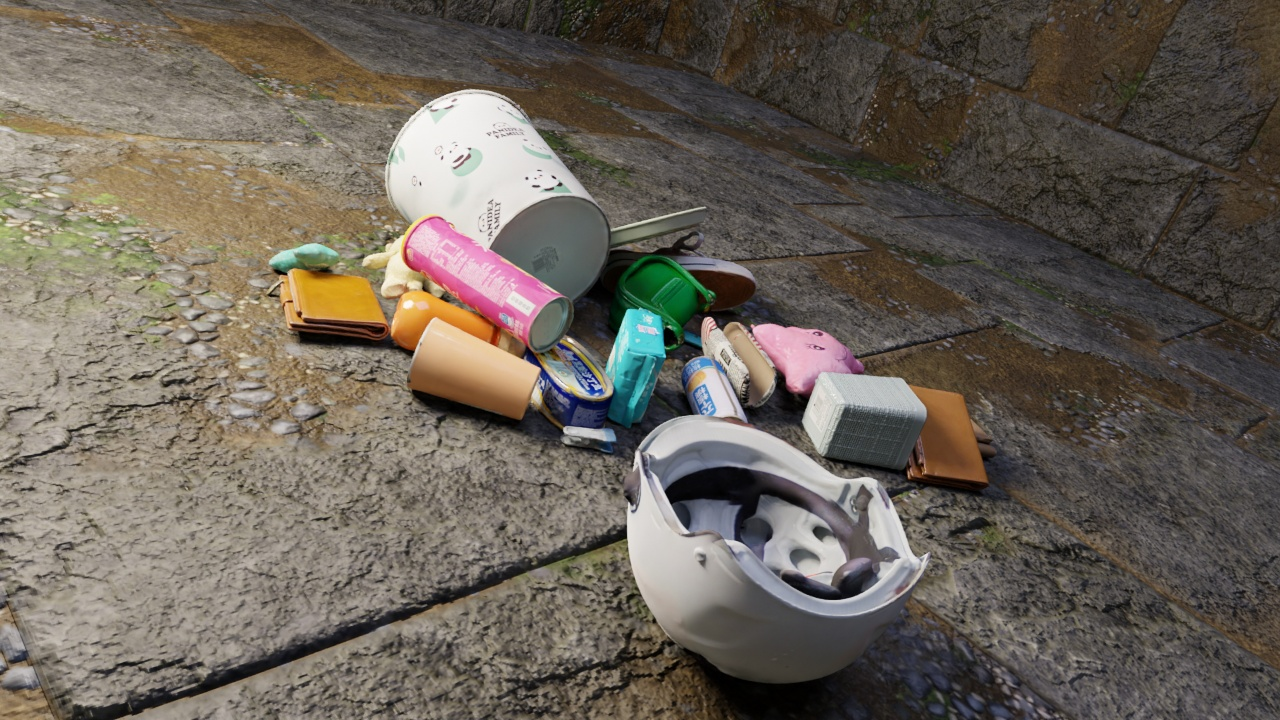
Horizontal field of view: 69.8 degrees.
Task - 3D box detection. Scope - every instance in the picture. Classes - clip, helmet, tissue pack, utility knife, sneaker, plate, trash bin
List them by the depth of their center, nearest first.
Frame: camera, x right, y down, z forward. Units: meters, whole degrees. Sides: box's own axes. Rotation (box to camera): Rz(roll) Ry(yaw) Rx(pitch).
[{"bbox_3d":[0.089,0.160,0.740,0.228,0.146,0.258,8,19,-24],"label":"helmet"},{"bbox_3d":[-0.054,0.080,0.953,0.058,0.038,0.026,8,30,-16],"label":"clip"},{"bbox_3d":[-0.006,0.006,1.043,0.050,0.093,0.133,17,26,-8],"label":"tissue pack"},{"bbox_3d":[-0.178,-0.197,1.205,0.229,0.230,0.252,-5,39,-39],"label":"trash bin"},{"bbox_3d":[0.031,-0.048,1.270,0.158,0.013,0.029,24,30,11],"label":"utility knife"},{"bbox_3d":[-0.013,-0.184,1.338,0.230,0.027,0.230,-15,7,2],"label":"plate"},{"bbox_3d":[0.055,-0.138,1.367,0.241,0.119,0.087,6,48,-13],"label":"sneaker"}]

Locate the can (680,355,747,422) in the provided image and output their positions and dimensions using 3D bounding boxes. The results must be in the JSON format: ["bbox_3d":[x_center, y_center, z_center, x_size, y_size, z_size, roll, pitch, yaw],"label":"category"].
[{"bbox_3d":[0.085,0.049,1.063,0.053,0.053,0.134,11,26,-16],"label":"can"}]

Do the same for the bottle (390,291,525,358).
[{"bbox_3d":[-0.201,-0.030,1.032,0.149,0.067,0.066,17,24,-21],"label":"bottle"}]

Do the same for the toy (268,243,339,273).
[{"bbox_3d":[-0.395,-0.120,1.088,0.092,0.030,0.096,-4,-1,31],"label":"toy"}]

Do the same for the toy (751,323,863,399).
[{"bbox_3d":[0.222,0.003,1.216,0.178,0.075,0.194,28,25,1],"label":"toy"}]

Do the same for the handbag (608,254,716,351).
[{"bbox_3d":[0.028,-0.078,1.237,0.120,0.068,0.131,28,39,12],"label":"handbag"}]

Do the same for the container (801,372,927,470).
[{"bbox_3d":[0.264,0.070,1.103,0.111,0.090,0.089,8,27,-15],"label":"container"}]

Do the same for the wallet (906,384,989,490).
[{"bbox_3d":[0.368,0.094,1.136,0.107,0.031,0.131,9,52,-16],"label":"wallet"}]

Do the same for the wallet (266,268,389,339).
[{"bbox_3d":[-0.352,-0.066,1.029,0.119,0.035,0.130,2,26,-27],"label":"wallet"}]

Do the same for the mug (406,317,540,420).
[{"bbox_3d":[-0.170,0.014,0.950,0.123,0.078,0.078,22,25,-4],"label":"mug"}]

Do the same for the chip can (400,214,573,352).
[{"bbox_3d":[-0.174,-0.088,1.028,0.210,0.071,0.071,33,29,26],"label":"chip can"}]

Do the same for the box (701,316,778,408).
[{"bbox_3d":[0.109,0.001,1.166,0.082,0.075,0.163,19,25,-28],"label":"box"}]

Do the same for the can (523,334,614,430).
[{"bbox_3d":[-0.083,0.022,1.012,0.074,0.049,0.148,1,30,-33],"label":"can"}]

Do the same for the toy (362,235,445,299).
[{"bbox_3d":[-0.286,-0.110,1.124,0.105,0.066,0.157,16,25,-18],"label":"toy"}]

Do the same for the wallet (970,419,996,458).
[{"bbox_3d":[0.403,0.093,1.214,0.115,0.033,0.090,11,25,-22],"label":"wallet"}]
